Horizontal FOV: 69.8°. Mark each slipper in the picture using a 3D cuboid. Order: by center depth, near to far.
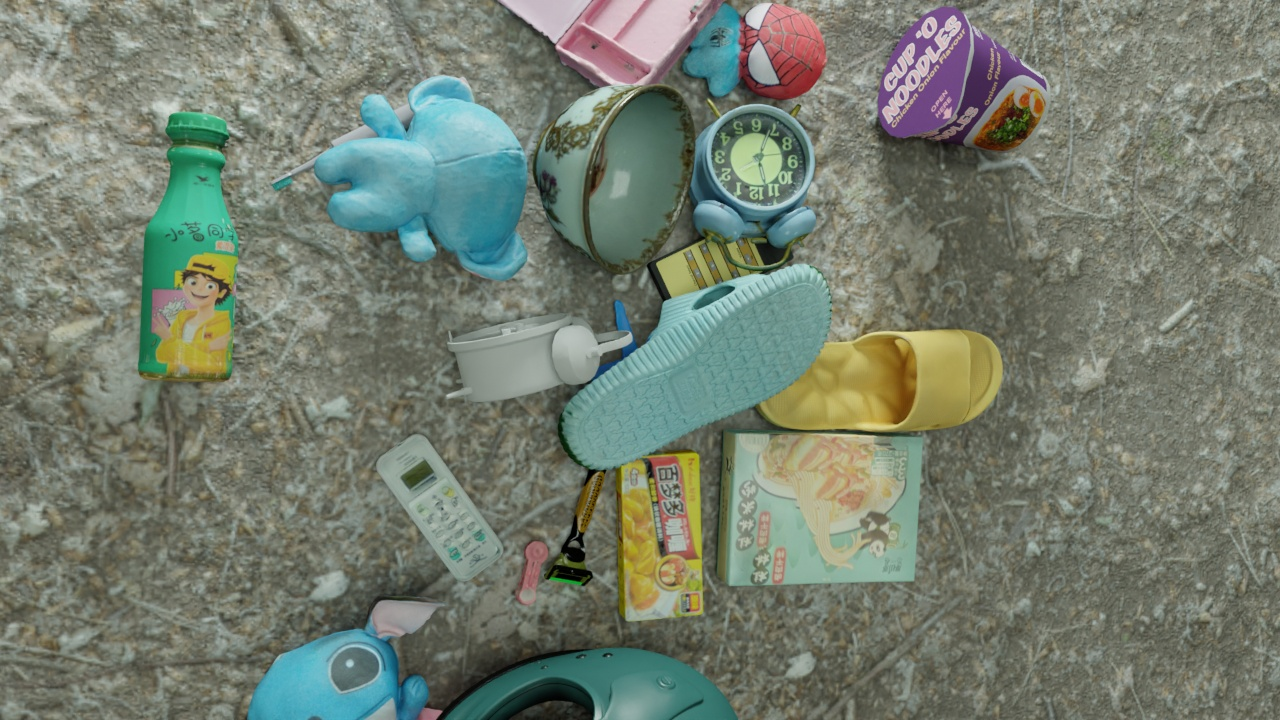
[{"bbox_3d":[0.048,0.004,0.823,0.276,0.069,0.116,-29,116,-5],"label":"slipper"},{"bbox_3d":[0.237,0.022,0.875,0.263,0.078,0.099,-2,92,-12],"label":"slipper"}]

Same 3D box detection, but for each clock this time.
[{"bbox_3d":[-0.086,-0.010,0.776,0.159,0.120,0.061,-13,99,-3],"label":"clock"},{"bbox_3d":[0.103,-0.158,0.837,0.118,0.060,0.162,-2,81,-9],"label":"clock"}]

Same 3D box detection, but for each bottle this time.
[{"bbox_3d":[-0.356,-0.088,0.729,0.068,0.068,0.209,3,91,-14],"label":"bottle"}]

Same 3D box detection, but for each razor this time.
[{"bbox_3d":[-0.048,0.133,0.835,0.044,0.021,0.144,19,88,-32],"label":"razor"}]

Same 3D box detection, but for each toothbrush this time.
[{"bbox_3d":[-0.229,-0.193,0.784,0.187,0.018,0.019,-30,96,-12],"label":"toothbrush"}]

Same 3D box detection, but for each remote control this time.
[{"bbox_3d":[-0.175,0.128,0.802,0.050,0.022,0.133,-35,99,-11],"label":"remote control"},{"bbox_3d":[0.076,-0.093,0.864,0.133,0.013,0.058,-28,97,-12],"label":"remote control"}]

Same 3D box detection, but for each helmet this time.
[{"bbox_3d":[-0.036,0.329,0.715,0.274,0.201,0.176,1,93,-35],"label":"helmet"}]

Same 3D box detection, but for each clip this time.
[{"bbox_3d":[-0.099,0.194,0.826,0.023,0.045,0.059,16,53,-17],"label":"clip"}]

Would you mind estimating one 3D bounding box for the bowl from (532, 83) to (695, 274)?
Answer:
[{"bbox_3d":[-0.034,-0.163,0.784,0.094,0.160,0.160,23,84,28],"label":"bowl"}]

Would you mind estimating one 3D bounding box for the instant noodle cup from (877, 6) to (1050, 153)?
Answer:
[{"bbox_3d":[0.316,-0.249,0.871,0.121,0.136,0.122,13,133,-23],"label":"instant noodle cup"}]

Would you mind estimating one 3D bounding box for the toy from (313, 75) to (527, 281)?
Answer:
[{"bbox_3d":[-0.177,-0.142,0.753,0.180,0.115,0.183,-18,90,-35],"label":"toy"}]

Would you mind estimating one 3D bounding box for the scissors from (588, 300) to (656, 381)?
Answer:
[{"bbox_3d":[-0.005,0.005,0.847,0.126,0.013,0.125,-16,96,-18],"label":"scissors"}]

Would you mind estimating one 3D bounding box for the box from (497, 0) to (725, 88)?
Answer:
[{"bbox_3d":[-0.003,-0.363,0.829,0.179,0.040,0.232,39,83,5],"label":"box"}]

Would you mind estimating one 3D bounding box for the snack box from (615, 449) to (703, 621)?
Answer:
[{"bbox_3d":[0.017,0.160,0.849,0.075,0.025,0.152,-2,92,-14],"label":"snack box"}]

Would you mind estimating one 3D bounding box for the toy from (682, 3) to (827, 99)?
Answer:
[{"bbox_3d":[0.106,-0.286,0.846,0.133,0.062,0.092,3,75,0],"label":"toy"}]

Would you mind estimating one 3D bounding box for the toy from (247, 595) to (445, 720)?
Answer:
[{"bbox_3d":[-0.219,0.300,0.759,0.191,0.099,0.223,45,78,-16],"label":"toy"}]

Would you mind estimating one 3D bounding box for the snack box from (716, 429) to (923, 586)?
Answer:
[{"bbox_3d":[0.171,0.139,0.877,0.193,0.044,0.141,2,92,-15],"label":"snack box"}]
